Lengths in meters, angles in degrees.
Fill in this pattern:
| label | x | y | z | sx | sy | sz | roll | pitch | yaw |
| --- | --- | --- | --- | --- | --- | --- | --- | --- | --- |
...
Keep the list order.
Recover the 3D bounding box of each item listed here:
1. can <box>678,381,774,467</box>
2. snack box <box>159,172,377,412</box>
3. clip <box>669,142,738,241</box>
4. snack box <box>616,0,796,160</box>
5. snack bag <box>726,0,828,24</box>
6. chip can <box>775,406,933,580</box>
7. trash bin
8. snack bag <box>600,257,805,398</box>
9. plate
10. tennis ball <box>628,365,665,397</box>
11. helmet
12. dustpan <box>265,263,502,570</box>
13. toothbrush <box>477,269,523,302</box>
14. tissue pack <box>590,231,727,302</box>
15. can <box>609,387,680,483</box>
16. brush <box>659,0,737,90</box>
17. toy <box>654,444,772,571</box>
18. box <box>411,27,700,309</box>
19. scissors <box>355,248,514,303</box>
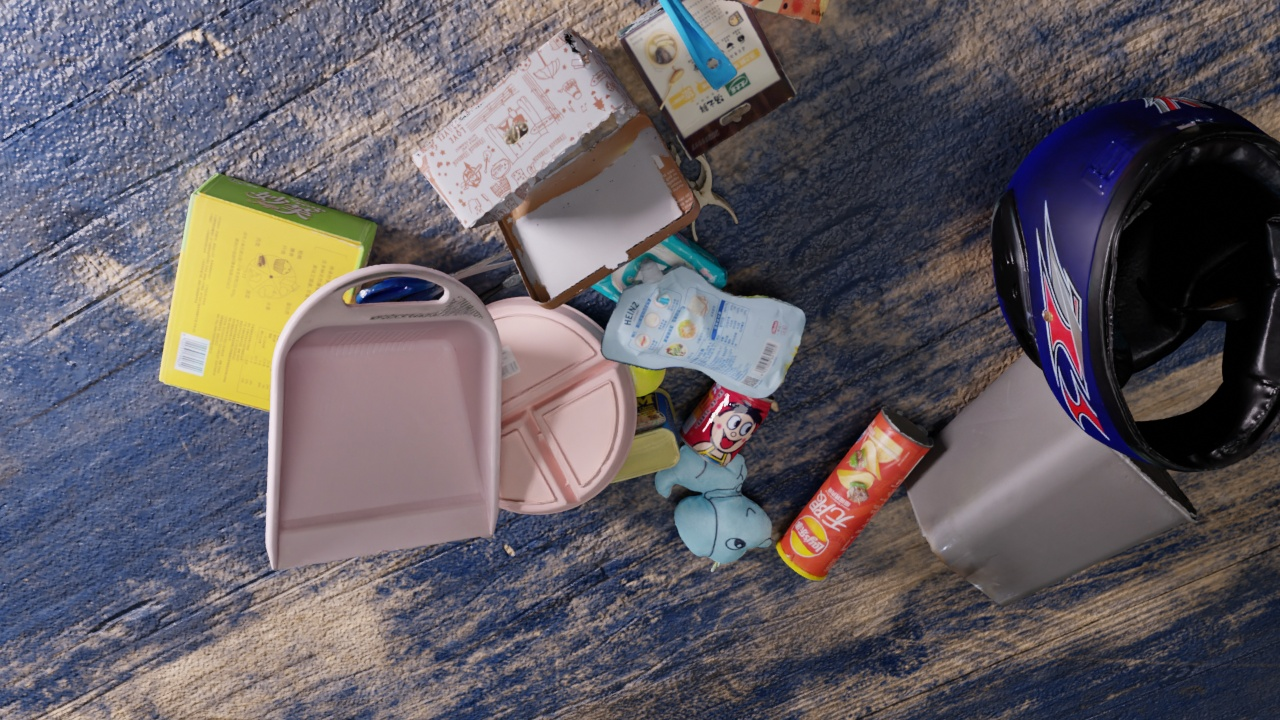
| label | x | y | z | sx | sy | sz | roll | pitch | yaw |
| --- | --- | --- | --- | --- | --- | --- | --- | --- | --- |
| can | 0.094 | 0.061 | 0.994 | 0.066 | 0.066 | 0.094 | 31 | 105 | -19 |
| snack box | -0.362 | -0.057 | 0.894 | 0.157 | 0.070 | 0.210 | 17 | 115 | -14 |
| clip | 0.058 | -0.167 | 0.891 | 0.071 | 0.034 | 0.100 | -22 | 123 | 6 |
| snack box | 0.059 | -0.267 | 0.823 | 0.113 | 0.053 | 0.126 | -30 | 117 | 11 |
| snack bag | 0.141 | -0.390 | 0.749 | 0.128 | 0.073 | 0.208 | -8 | 123 | -41 |
| chip can | 0.244 | 0.156 | 1.058 | 0.073 | 0.073 | 0.217 | 26 | 114 | -17 |
| trash bin | 0.429 | 0.133 | 1.002 | 0.198 | 0.198 | 0.220 | 35 | 117 | -21 |
| snack bag | 0.063 | -0.029 | 0.907 | 0.191 | 0.038 | 0.110 | 17 | 115 | -18 |
| plate | -0.117 | 0.050 | 0.941 | 0.230 | 0.028 | 0.229 | 2 | 98 | 13 |
| tennis ball | -0.006 | 0.006 | 0.960 | 0.065 | 0.065 | 0.066 | -2 | 119 | -4 |
| helmet | 0.450 | -0.077 | 0.844 | 0.247 | 0.240 | 0.315 | -5 | 101 | -3 |
| dustpan | -0.230 | 0.058 | 0.838 | 0.222 | 0.139 | 0.273 | -8 | 89 | -28 |
| toothbrush | -0.191 | -0.047 | 0.945 | 0.189 | 0.016 | 0.014 | -29 | 107 | 12 |
| tissue pack | 0.010 | -0.091 | 0.917 | 0.133 | 0.050 | 0.093 | 31 | 112 | -20 |
| can | -0.010 | 0.081 | 0.990 | 0.102 | 0.083 | 0.057 | -16 | 119 | 4 |
| brush | 0.000 | -0.337 | 0.759 | 0.083 | 0.046 | 0.254 | -36 | 103 | 3 |
| toy | 0.087 | 0.174 | 1.069 | 0.161 | 0.049 | 0.156 | 13 | 112 | -10 |
| box | -0.064 | -0.154 | 0.816 | 0.183 | 0.154 | 0.187 | -35 | 95 | 14 |
| scissors | -0.199 | -0.077 | 0.897 | 0.166 | 0.156 | 0.012 | -31 | 74 | 32 |
